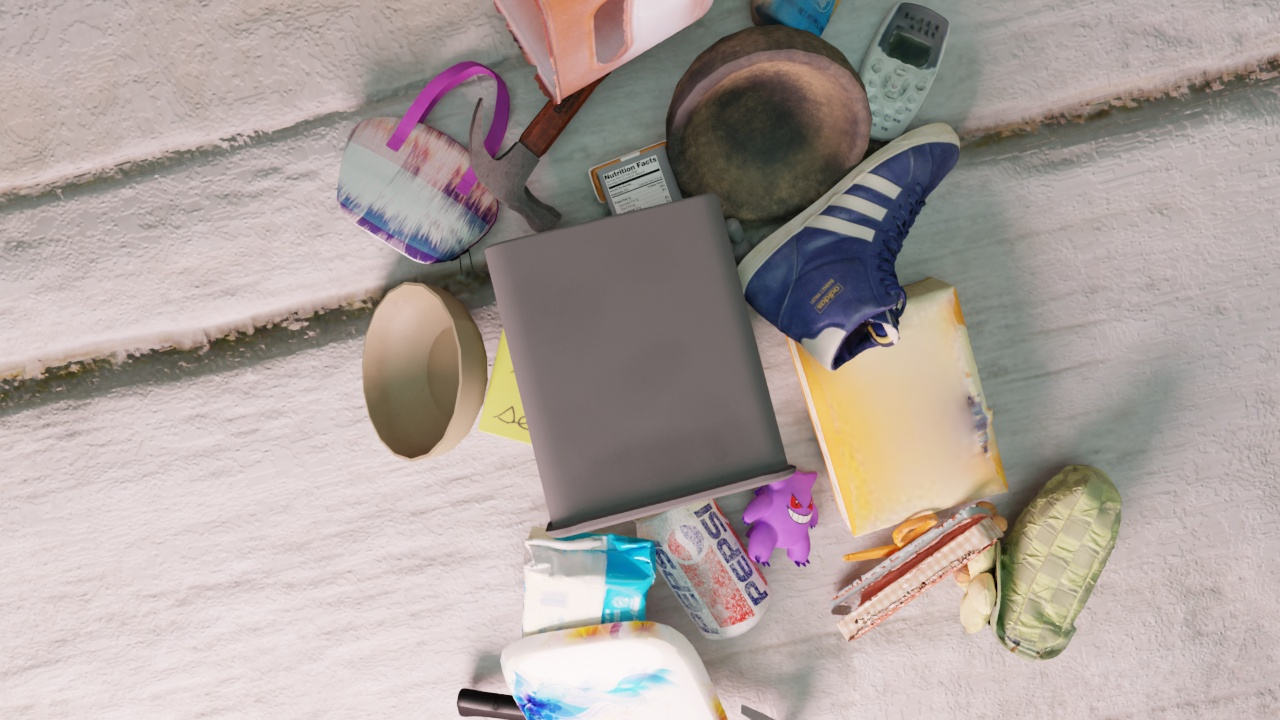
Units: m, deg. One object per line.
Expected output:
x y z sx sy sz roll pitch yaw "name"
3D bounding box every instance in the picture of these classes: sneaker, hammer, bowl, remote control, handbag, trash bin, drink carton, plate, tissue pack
0.203 -0.088 0.743 0.233 0.091 0.118 -34 61 -8 "sneaker"
-0.030 -0.254 0.758 0.111 0.028 0.300 38 91 -22 "hammer"
-0.179 0.010 0.793 0.153 0.050 0.152 0 90 43 "bowl"
0.218 -0.244 0.782 0.060 0.028 0.114 22 100 -5 "remote control"
-0.171 -0.173 0.781 0.144 0.068 0.170 32 93 -7 "handbag"
0.353 0.172 0.835 0.117 0.113 0.186 26 97 8 "handbag"
0.099 -0.196 0.741 0.162 0.070 0.162 -2 138 -2 "bowl"
-0.004 0.004 0.714 0.192 0.097 0.220 -14 87 -4 "trash bin"
0.011 -0.119 0.795 0.076 0.048 0.125 -20 101 3 "drink carton"
-0.022 0.311 0.818 0.187 0.016 0.187 -14 116 19 "plate"
-0.061 -0.347 0.653 0.157 0.181 0.259 -29 83 -5 "trash bin"
-0.048 0.224 0.824 0.117 0.065 0.210 5 129 0 "tissue pack"
-0.015 0.350 0.877 0.323 0.029 0.127 9 138 2 "hammer"

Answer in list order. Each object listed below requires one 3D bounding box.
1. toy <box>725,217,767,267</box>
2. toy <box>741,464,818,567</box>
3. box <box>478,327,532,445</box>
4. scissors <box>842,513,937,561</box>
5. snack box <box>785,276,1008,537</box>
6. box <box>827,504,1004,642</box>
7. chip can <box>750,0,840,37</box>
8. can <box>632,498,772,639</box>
0.100 -0.082 0.799 0.049 0.030 0.111 -45 130 8 "toy"
0.129 0.138 0.845 0.106 0.056 0.088 11 100 -40 "toy"
-0.021 0.027 0.810 0.221 0.082 0.124 17 101 -5 "box"
0.243 0.176 0.848 0.129 0.011 0.126 4 140 -24 "scissors"
0.228 0.043 0.814 0.145 0.080 0.195 -18 101 3 "snack box"
0.247 0.198 0.827 0.060 0.057 0.187 35 123 -10 "box"
0.165 -0.370 0.733 0.080 0.079 0.230 29 100 -6 "chip can"
0.056 0.182 0.842 0.078 0.078 0.136 -32 100 5 "can"
